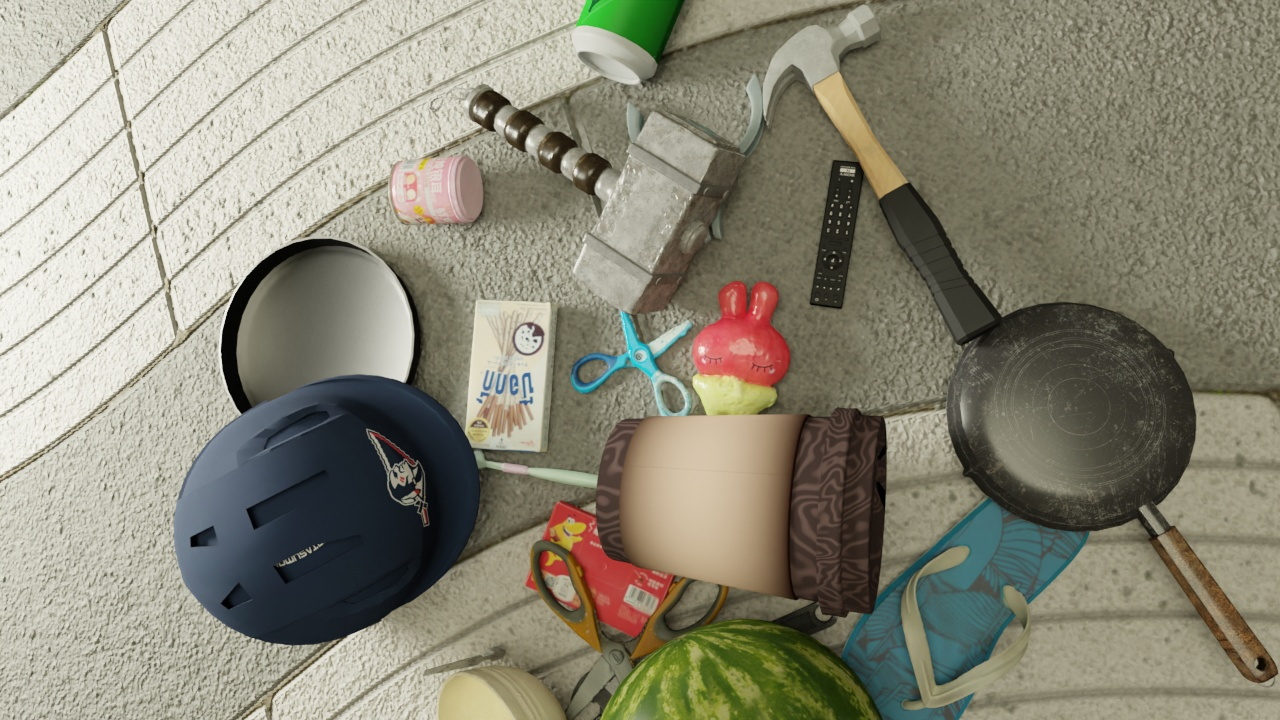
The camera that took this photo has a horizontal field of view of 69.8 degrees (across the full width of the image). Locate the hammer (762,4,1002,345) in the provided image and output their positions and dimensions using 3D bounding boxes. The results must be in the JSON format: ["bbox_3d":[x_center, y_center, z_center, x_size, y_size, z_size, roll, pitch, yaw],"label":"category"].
[{"bbox_3d":[0.223,-0.164,0.834,0.131,0.039,0.328,-29,75,10],"label":"hammer"}]

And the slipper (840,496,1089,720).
[{"bbox_3d":[0.273,0.221,0.793,0.118,0.060,0.295,39,94,16],"label":"slipper"}]

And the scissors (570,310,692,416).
[{"bbox_3d":[-0.006,0.006,0.899,0.140,0.011,0.134,-21,84,12],"label":"scissors"}]

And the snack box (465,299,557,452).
[{"bbox_3d":[-0.129,0.015,0.918,0.082,0.026,0.150,3,86,13],"label":"snack box"}]

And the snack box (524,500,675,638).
[{"bbox_3d":[-0.036,0.202,0.883,0.133,0.021,0.089,22,90,14],"label":"snack box"}]

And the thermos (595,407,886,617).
[{"bbox_3d":[0.089,0.121,0.793,0.226,0.172,0.172,3,86,19],"label":"thermos"}]

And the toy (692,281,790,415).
[{"bbox_3d":[0.095,-0.009,0.859,0.092,0.045,0.135,13,94,12],"label":"toy"}]

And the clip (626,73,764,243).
[{"bbox_3d":[0.063,-0.218,0.895,0.164,0.032,0.165,39,95,14],"label":"clip"}]

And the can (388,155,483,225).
[{"bbox_3d":[-0.206,-0.172,0.931,0.076,0.067,0.067,-1,85,13],"label":"can"}]

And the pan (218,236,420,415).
[{"bbox_3d":[-0.289,0.026,0.950,0.356,0.034,0.225,42,95,13],"label":"pan"}]

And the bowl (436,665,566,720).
[{"bbox_3d":[-0.116,0.347,0.849,0.151,0.075,0.151,14,110,42],"label":"bowl"}]

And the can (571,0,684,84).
[{"bbox_3d":[-0.005,-0.348,0.890,0.088,0.087,0.140,22,90,14],"label":"can"}]

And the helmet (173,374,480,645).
[{"bbox_3d":[-0.281,0.134,0.838,0.272,0.223,0.232,-27,93,-15],"label":"helmet"}]

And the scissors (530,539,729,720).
[{"bbox_3d":[-0.013,0.252,0.854,0.230,0.016,0.225,-30,83,12],"label":"scissors"}]

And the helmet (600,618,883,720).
[{"bbox_3d":[0.089,0.330,0.737,0.242,0.214,0.247,-35,93,-35],"label":"helmet"}]

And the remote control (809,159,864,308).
[{"bbox_3d":[0.186,-0.119,0.866,0.030,0.009,0.140,9,87,14],"label":"remote control"}]

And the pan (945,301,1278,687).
[{"bbox_3d":[0.406,0.106,0.760,0.207,0.040,0.356,-32,72,1],"label":"pan"}]

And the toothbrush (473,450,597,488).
[{"bbox_3d":[-0.095,0.111,0.908,0.155,0.015,0.022,8,117,13],"label":"toothbrush"}]

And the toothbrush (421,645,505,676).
[{"bbox_3d":[-0.159,0.269,0.824,0.010,0.181,0.010,21,83,17],"label":"toothbrush"}]

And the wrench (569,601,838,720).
[{"bbox_3d":[0.057,0.284,0.858,0.273,0.018,0.073,-26,80,8],"label":"wrench"}]

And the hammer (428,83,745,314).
[{"bbox_3d":[-0.072,-0.197,0.885,0.326,0.079,0.177,35,110,19],"label":"hammer"}]
